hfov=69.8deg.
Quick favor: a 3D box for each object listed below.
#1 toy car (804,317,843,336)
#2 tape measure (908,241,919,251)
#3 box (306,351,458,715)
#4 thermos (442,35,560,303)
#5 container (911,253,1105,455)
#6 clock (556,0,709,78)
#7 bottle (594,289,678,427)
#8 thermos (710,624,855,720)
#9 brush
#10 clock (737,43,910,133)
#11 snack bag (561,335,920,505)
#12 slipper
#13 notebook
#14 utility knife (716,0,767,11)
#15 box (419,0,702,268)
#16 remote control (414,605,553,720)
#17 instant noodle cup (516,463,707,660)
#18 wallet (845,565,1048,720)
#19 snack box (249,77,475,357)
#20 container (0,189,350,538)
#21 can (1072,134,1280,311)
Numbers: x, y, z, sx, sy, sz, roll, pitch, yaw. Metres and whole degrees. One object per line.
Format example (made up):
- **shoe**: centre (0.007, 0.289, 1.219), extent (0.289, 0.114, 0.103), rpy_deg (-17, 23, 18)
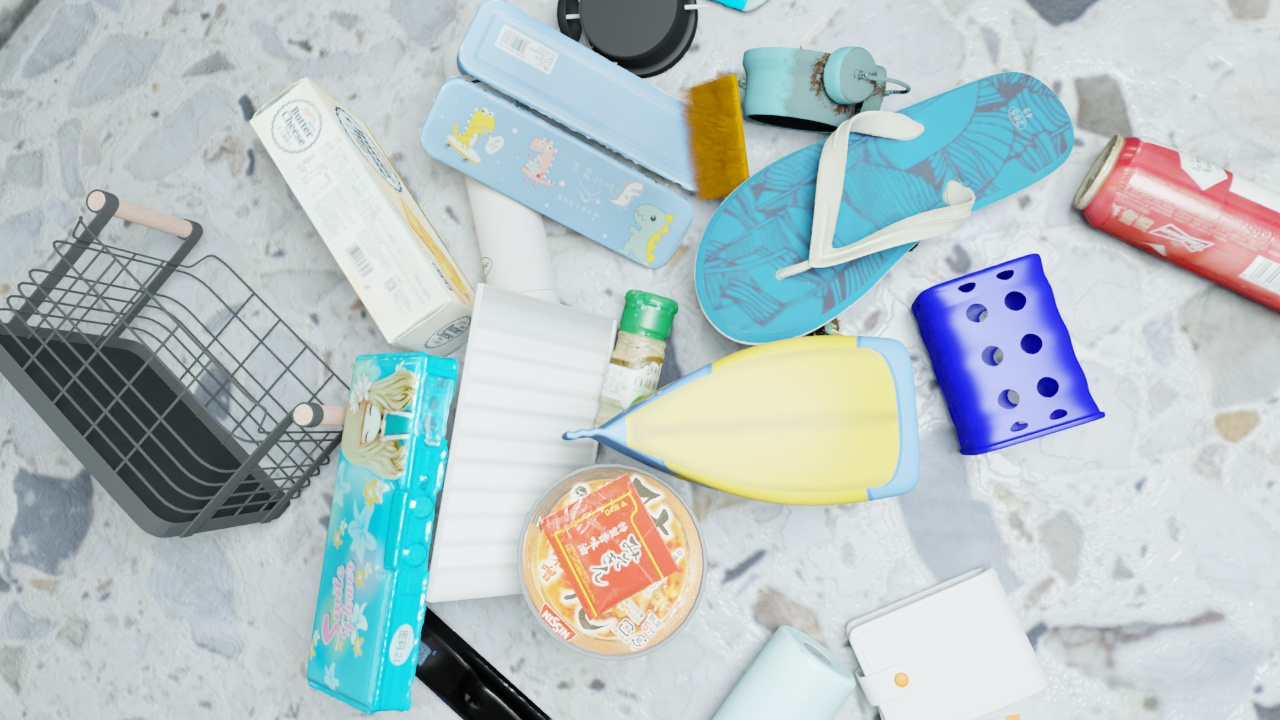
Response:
- **toy car**: centre (0.103, -0.051, 0.670), extent (0.112, 0.047, 0.047), rpy_deg (24, 91, 10)
- **tape measure**: centre (0.169, -0.108, 0.667), extent (0.067, 0.038, 0.062), rpy_deg (-3, 85, 11)
- **box**: centre (-0.187, 0.112, 0.646), extent (0.071, 0.182, 0.227), rpy_deg (10, 81, -23)
- **thermos**: centre (-0.110, -0.142, 0.714), extent (0.052, 0.052, 0.224), rpy_deg (-14, 84, 9)
- **container**: centre (0.243, -0.002, 0.623), extent (0.084, 0.085, 0.113), rpy_deg (-18, 82, 8)
- **clock**: centre (-0.014, -0.258, 0.703), extent (0.121, 0.042, 0.091), rpy_deg (-32, 85, 15)
- **bottle**: centre (-0.004, 0.004, 0.689), extent (0.043, 0.043, 0.111), rpy_deg (14, 89, 11)
- **thermos**: centre (0.066, 0.288, 0.645), extent (0.078, 0.065, 0.207), rpy_deg (35, 93, 13)
- **brush**: centre (0.057, -0.138, 0.662), extent (0.048, 0.017, 0.126), rpy_deg (-2, 97, 50)
- **clock**: centre (0.128, -0.193, 0.653), extent (0.124, 0.089, 0.053), rpy_deg (14, 100, 28)
- **snack bag**: centre (0.053, 0.043, 0.596), extent (0.205, 0.159, 0.102), rpy_deg (-3, 85, -6)
- **slipper**: centre (0.164, -0.118, 0.617), extent (0.294, 0.060, 0.118), rpy_deg (-29, 74, -5)
- **notebook**: centre (-0.078, 0.062, 0.655), extent (0.009, 0.142, 0.209), rpy_deg (7, 87, 38)
- **utility knife**: centre (0.024, -0.313, 0.720), extent (0.175, 0.015, 0.031), rpy_deg (30, 89, 13)
- **box**: centre (-0.045, -0.162, 0.674), extent (0.209, 0.034, 0.127), rpy_deg (26, 92, -14)
- **remote control**: centre (-0.136, 0.249, 0.707), extent (0.150, 0.022, 0.047), rpy_deg (38, 94, 11)
- **instant noodle cup**: centre (-0.009, 0.132, 0.640), extent (0.124, 0.121, 0.123), rpy_deg (-1, 86, 10)
- **wallet**: centre (0.215, 0.219, 0.638), extent (0.118, 0.037, 0.115), rpy_deg (-24, 82, 4)
- **snack box**: centre (-0.202, -0.104, 0.703), extent (0.057, 0.104, 0.208), rpy_deg (-35, 81, 4)
- **container**: centre (-0.335, 0.007, 0.689), extent (0.241, 0.162, 0.130), rpy_deg (43, 94, 10)
- **can**: centre (0.383, -0.090, 0.611), extent (0.170, 0.067, 0.067), rpy_deg (28, 91, 11)
